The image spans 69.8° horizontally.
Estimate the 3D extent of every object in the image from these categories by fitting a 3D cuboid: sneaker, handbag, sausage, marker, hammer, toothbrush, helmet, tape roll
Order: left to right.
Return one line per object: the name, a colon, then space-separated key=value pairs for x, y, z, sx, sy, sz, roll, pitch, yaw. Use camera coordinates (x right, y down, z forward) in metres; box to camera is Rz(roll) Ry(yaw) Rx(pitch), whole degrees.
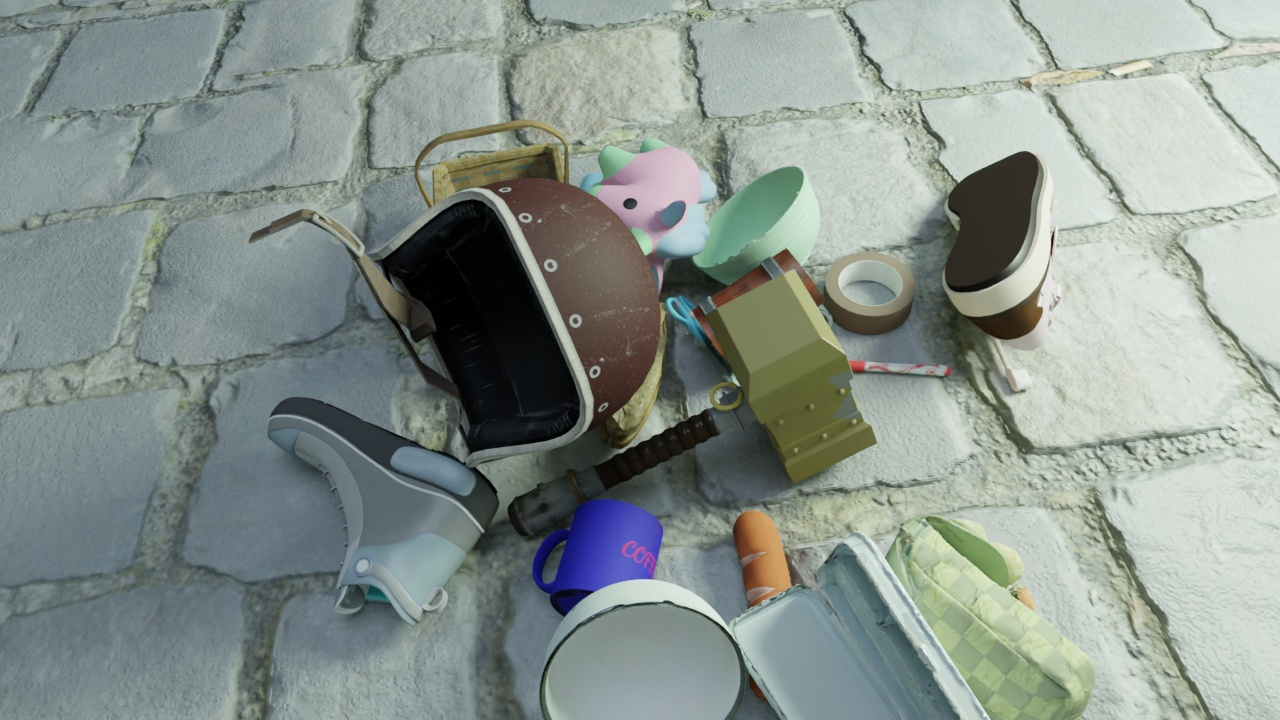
sneaker: x=-0.266 y=0.138 z=0.837 sx=0.257 sy=0.093 sz=0.160 roll=17 pitch=63 yaw=20
helmet: x=-0.113 y=-0.037 z=0.745 sx=0.253 sy=0.234 sz=0.233 roll=-24 pitch=94 yaw=-5
hammer: x=0.029 y=0.073 z=0.821 sx=0.325 sy=0.190 sz=0.100 roll=-27 pitch=51 yaw=6
sausage: x=0.105 y=0.201 z=0.766 sx=0.044 sy=0.039 sz=0.164 roll=12 pitch=49 yaw=-17
tape roll: x=0.243 y=-0.072 z=0.979 sx=0.094 sy=0.030 sz=0.093 roll=-3 pitch=51 yaw=4
marker: x=0.240 y=0.007 z=0.927 sx=0.142 sy=0.013 sz=0.012 roll=3 pitch=52 yaw=9
handbag: x=0.264 y=0.202 z=0.714 sx=0.116 sy=0.113 sz=0.186 roll=-27 pitch=55 yaw=-32
toothbrush: x=0.362 y=-0.041 z=0.951 sx=0.018 sy=0.016 sz=0.181 roll=-5 pitch=51 yaw=-7
sneaker: x=0.397 y=-0.116 z=0.968 sx=0.112 sy=0.116 sz=0.292 roll=-24 pitch=25 yaw=32

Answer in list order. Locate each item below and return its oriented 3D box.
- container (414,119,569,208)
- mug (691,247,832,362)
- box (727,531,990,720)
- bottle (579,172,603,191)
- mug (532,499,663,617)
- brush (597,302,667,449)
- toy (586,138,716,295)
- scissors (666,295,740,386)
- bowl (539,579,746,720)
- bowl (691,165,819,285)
container: x=-0.145 y=-0.160 z=0.971 sx=0.157 sy=0.187 sz=0.249 roll=-12 pitch=42 yaw=-3
mug: x=0.129 y=-0.041 z=0.923 sx=0.111 sy=0.117 sz=0.081 roll=-37 pitch=34 yaw=9
box: x=0.175 y=0.239 z=0.663 sx=0.129 sy=0.106 sz=0.210 roll=-22 pitch=62 yaw=-29
bottle: x=-0.059 y=-0.166 z=1.081 sx=0.040 sy=0.040 sz=0.129 roll=2 pitch=51 yaw=7
mug: x=-0.042 y=0.175 z=0.785 sx=0.111 sy=0.079 sz=0.083 roll=-5 pitch=49 yaw=25
brush: x=-0.005 y=0.005 z=0.925 sx=0.059 sy=0.043 sz=0.194 roll=17 pitch=48 yaw=-2
toy: x=0.024 y=-0.175 z=1.026 sx=0.171 sy=0.120 sz=0.221 roll=38 pitch=42 yaw=25
scissors: x=0.070 y=-0.019 z=0.955 sx=0.015 sy=0.055 sz=0.136 roll=-50 pitch=59 yaw=22
bowl: x=-0.001 y=0.229 z=0.700 sx=0.153 sy=0.153 sz=0.072 roll=-10 pitch=22 yaw=-2
bowl: x=0.135 y=-0.132 z=0.991 sx=0.151 sy=0.077 sz=0.150 roll=-37 pitch=24 yaw=19
